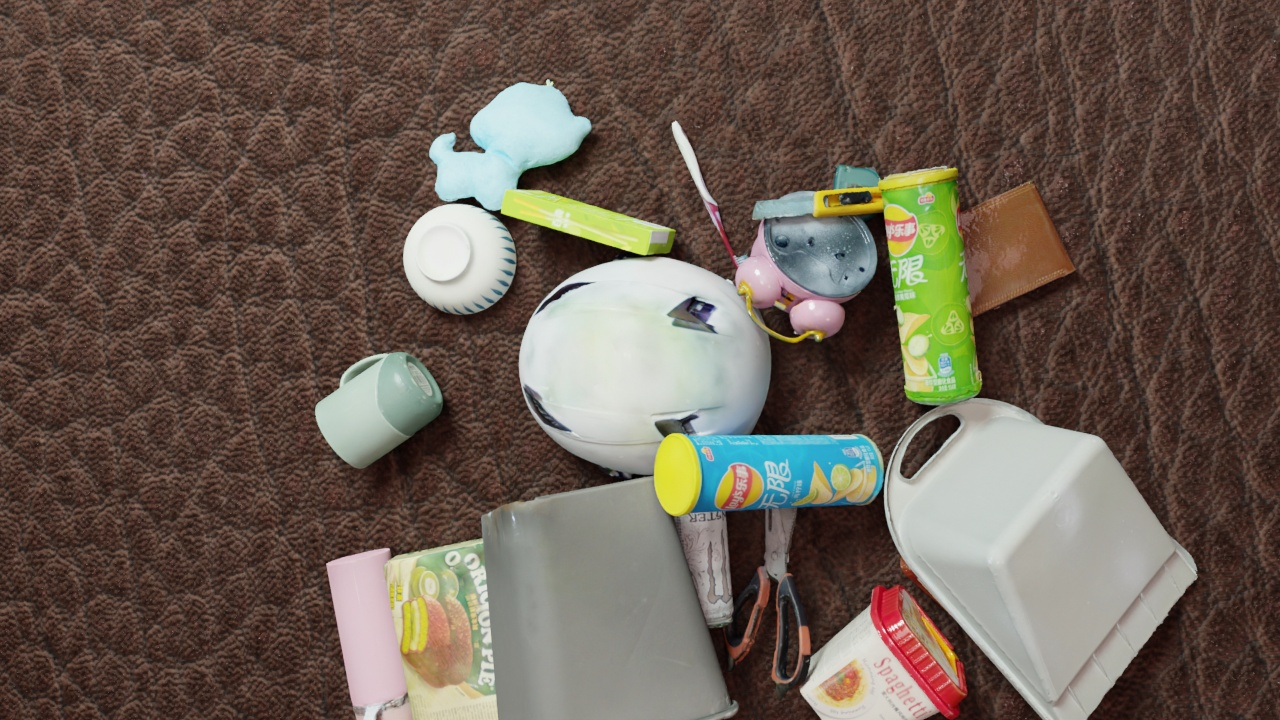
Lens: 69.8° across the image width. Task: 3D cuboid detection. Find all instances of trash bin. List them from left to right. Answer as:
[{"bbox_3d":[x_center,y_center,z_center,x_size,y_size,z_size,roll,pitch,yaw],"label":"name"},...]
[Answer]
[{"bbox_3d":[-0.047,0.233,0.849,0.198,0.199,0.219,-8,78,-23],"label":"trash bin"}]

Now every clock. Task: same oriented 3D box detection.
[{"bbox_3d":[0.154,-0.085,0.877,0.117,0.060,0.158,30,60,-2],"label":"clock"}]

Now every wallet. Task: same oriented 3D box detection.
[{"bbox_3d":[0.348,-0.106,0.899,0.124,0.032,0.101,-25,88,6],"label":"wallet"}]

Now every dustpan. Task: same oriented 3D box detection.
[{"bbox_3d":[0.357,0.165,0.862,0.222,0.143,0.258,-41,111,-18],"label":"dustpan"}]

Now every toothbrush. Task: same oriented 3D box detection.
[{"bbox_3d":[0.075,-0.163,0.942,0.017,0.016,0.187,-24,86,-2],"label":"toothbrush"}]

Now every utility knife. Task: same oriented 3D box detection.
[{"bbox_3d":[0.202,-0.151,0.878,0.217,0.015,0.033,-8,69,-20],"label":"utility knife"}]

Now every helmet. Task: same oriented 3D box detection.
[{"bbox_3d":[-0.005,0.005,0.881,0.259,0.146,0.229,8,89,8],"label":"helmet"}]

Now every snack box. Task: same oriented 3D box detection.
[{"bbox_3d":[-0.178,0.308,0.935,0.114,0.063,0.240,-13,87,6],"label":"snack box"},{"bbox_3d":[-0.050,-0.138,0.912,0.156,0.085,0.026,18,103,14],"label":"snack box"}]

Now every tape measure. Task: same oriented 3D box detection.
[{"bbox_3d":[0.218,-0.166,0.919,0.054,0.025,0.058,7,90,8],"label":"tape measure"}]

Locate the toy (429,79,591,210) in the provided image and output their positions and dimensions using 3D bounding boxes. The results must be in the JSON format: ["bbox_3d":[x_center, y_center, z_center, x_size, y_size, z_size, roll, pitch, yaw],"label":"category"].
[{"bbox_3d":[-0.135,-0.228,0.951,0.161,0.050,0.156,12,81,8],"label":"toy"}]

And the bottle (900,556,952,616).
[{"bbox_3d":[0.341,0.245,0.872,0.206,0.059,0.060,42,93,7],"label":"bottle"}]

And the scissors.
[{"bbox_3d":[0.125,0.214,0.902,0.214,0.015,0.197,-54,43,25],"label":"scissors"}]

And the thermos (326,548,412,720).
[{"bbox_3d":[-0.274,0.298,0.936,0.067,0.087,0.198,-11,86,4],"label":"thermos"}]

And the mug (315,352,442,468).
[{"bbox_3d":[-0.271,0.039,0.952,0.106,0.082,0.111,-35,53,5],"label":"mug"}]

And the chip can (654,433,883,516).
[{"bbox_3d":[0.120,0.103,0.840,0.210,0.071,0.071,3,88,-28],"label":"chip can"}]

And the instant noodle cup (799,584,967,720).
[{"bbox_3d":[0.225,0.294,0.867,0.124,0.116,0.116,-40,84,17],"label":"instant noodle cup"}]

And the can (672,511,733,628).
[{"bbox_3d":[0.059,0.187,0.910,0.058,0.058,0.146,-5,86,7],"label":"can"}]

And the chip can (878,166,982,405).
[{"bbox_3d":[0.274,-0.068,0.865,0.072,0.072,0.221,-9,100,7],"label":"chip can"}]

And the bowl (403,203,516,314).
[{"bbox_3d":[-0.193,-0.107,0.948,0.116,0.066,0.116,0,88,7],"label":"bowl"}]
